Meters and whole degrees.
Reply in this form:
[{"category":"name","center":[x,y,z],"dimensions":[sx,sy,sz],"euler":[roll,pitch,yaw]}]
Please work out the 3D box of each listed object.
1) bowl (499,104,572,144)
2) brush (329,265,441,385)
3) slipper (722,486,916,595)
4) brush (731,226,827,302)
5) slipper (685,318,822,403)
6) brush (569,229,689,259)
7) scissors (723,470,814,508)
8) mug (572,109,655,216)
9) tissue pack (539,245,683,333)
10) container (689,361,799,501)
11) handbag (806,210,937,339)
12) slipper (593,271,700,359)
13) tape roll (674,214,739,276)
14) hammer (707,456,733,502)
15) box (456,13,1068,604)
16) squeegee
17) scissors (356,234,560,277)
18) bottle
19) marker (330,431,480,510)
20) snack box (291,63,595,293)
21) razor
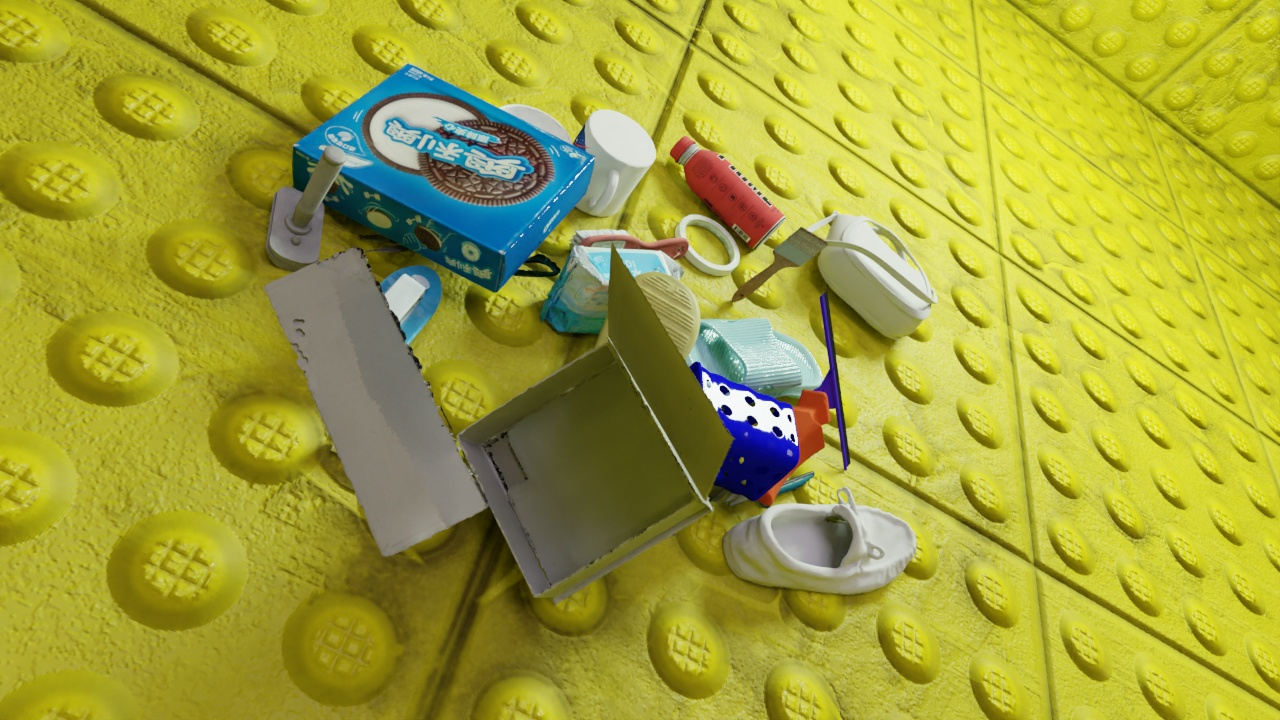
[{"category":"bowl","center":[-0.135,-0.242,1.066],"dimensions":[0.104,0.054,0.104],"euler":[15,51,-19]},{"category":"brush","center":[-0.220,-0.047,0.832],"dimensions":[0.055,0.076,0.135],"euler":[36,43,-8]},{"category":"slipper","center":[0.200,0.188,0.963],"dimensions":[0.246,0.075,0.112],"euler":[8,68,-34]},{"category":"brush","center":[0.159,-0.110,1.112],"dimensions":[0.045,0.143,0.008],"euler":[25,46,-30]},{"category":"slipper","center":[0.137,-0.006,1.035],"dimensions":[0.275,0.070,0.116],"euler":[4,49,-49]},{"category":"brush","center":[-0.012,-0.138,1.090],"dimensions":[0.172,0.041,0.030],"euler":[-7,44,-40]},{"category":"scissors","center":[0.138,0.125,0.996],"dimensions":[0.129,0.019,0.138],"euler":[30,47,-20]},{"category":"mug","center":[-0.043,-0.225,1.095],"dimensions":[0.091,0.090,0.121],"euler":[20,47,-23]},{"category":"tissue pack","center":[-0.033,-0.076,0.981],"dimensions":[0.144,0.093,0.061],"euler":[-1,55,-37]},{"category":"container","center":[0.083,0.070,0.884],"dimensions":[0.113,0.085,0.085],"euler":[23,42,-21]},{"category":"handbag","center":[0.343,-0.150,1.322],"dimensions":[0.216,0.096,0.222],"euler":[41,37,-4]},{"category":"slipper","center":[-0.006,0.005,0.926],"dimensions":[0.091,0.081,0.190],"euler":[27,81,9]},{"category":"tape roll","center":[0.087,-0.149,1.187],"dimensions":[0.093,0.013,0.092],"euler":[20,47,-23]},{"category":"hammer","center":[0.039,0.000,1.015],"dimensions":[0.098,0.044,0.321],"euler":[18,45,-24]},{"category":"box","center":[0.044,-0.002,0.673],"dimensions":[0.148,0.508,0.166],"euler":[-10,62,-46]},{"category":"squeegee","center":[0.164,0.080,0.966],"dimensions":[0.055,0.250,0.184],"euler":[9,43,31]},{"category":"scissors","center":[-0.191,-0.129,0.950],"dimensions":[0.209,0.015,0.154],"euler":[7,31,-15]},{"category":"bottle","center":[0.112,-0.230,1.235],"dimensions":[0.176,0.062,0.062],"euler":[45,43,3]},{"category":"marker","center":[-0.196,0.094,0.776],"dimensions":[0.133,0.020,0.017],"euler":[27,35,-16]},{"category":"snack box","center":[-0.195,-0.192,0.930],"dimensions":[0.239,0.056,0.195],"euler":[28,48,6]},{"category":"razor","center":[-0.295,-0.149,0.828],"dimensions":[0.047,0.116,0.088],"euler":[17,48,-31]}]
